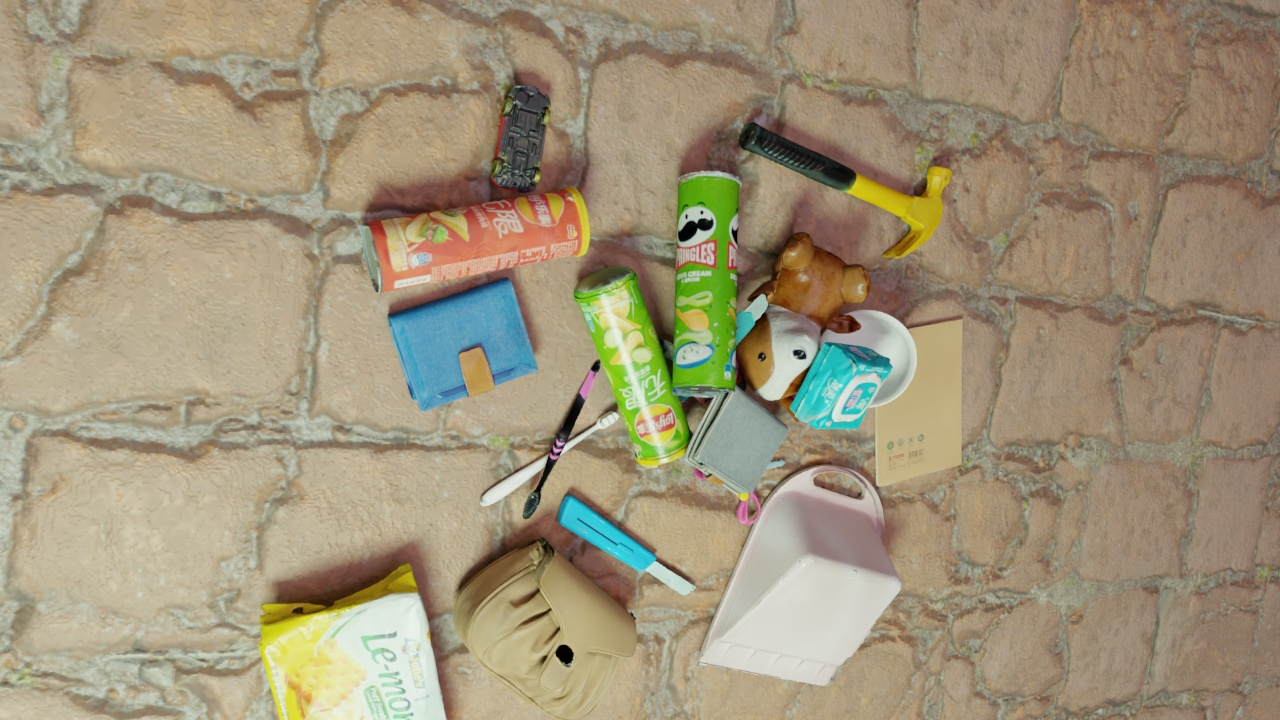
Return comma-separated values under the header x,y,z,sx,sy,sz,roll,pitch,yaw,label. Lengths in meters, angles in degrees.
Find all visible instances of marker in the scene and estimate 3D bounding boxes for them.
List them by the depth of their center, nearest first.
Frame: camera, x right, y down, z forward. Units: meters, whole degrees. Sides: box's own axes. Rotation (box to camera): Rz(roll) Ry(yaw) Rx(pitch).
x,y,z,sx,sy,sz,roll,pitch,yaw,label
0.072,0.006,1.069,0.130,0.018,0.022,27,79,-27,marker

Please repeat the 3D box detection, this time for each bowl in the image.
x,y,z,sx,sy,sz,roll,pitch,yaw,label
0.278,-0.005,1.127,0.118,0.064,0.118,2,97,16,bowl

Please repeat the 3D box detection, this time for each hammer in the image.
x,y,z,sx,sy,sz,roll,pitch,yaw,label
0.248,-0.215,1.100,0.300,0.033,0.129,17,91,-27,hammer

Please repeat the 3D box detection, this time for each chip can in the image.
x,y,z,sx,sy,sz,roll,pitch,yaw,label
-0.160,-0.119,0.906,0.216,0.073,0.073,-15,106,-22,chip can
0.071,-0.080,0.989,0.072,0.072,0.236,5,82,-26,chip can
-0.006,0.006,1.002,0.072,0.073,0.221,-27,110,-18,chip can

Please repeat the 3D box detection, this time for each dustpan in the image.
x,y,z,sx,sy,sz,roll,pitch,yaw,label
0.214,0.278,1.194,0.222,0.138,0.274,22,118,-28,dustpan

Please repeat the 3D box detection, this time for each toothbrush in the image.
x,y,z,sx,sy,sz,roll,pitch,yaw,label
-0.086,0.085,0.998,0.014,0.018,0.189,24,79,7,toothbrush
-0.099,0.107,1.009,0.180,0.016,0.016,-33,96,-15,toothbrush

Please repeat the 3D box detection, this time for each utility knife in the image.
x,y,z,sx,sy,sz,roll,pitch,yaw,label
0.082,-0.008,1.034,0.029,0.013,0.176,37,108,-13,utility knife
-0.012,0.223,1.072,0.218,0.018,0.034,38,82,-27,utility knife

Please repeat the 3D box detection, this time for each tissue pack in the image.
x,y,z,sx,sy,sz,roll,pitch,yaw,label
0.233,0.031,1.048,0.133,0.050,0.093,3,118,-53,tissue pack

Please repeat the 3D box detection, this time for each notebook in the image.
x,y,z,sx,sy,sz,roll,pitch,yaw,label
0.372,0.056,1.223,0.147,0.008,0.208,-11,104,-23,notebook

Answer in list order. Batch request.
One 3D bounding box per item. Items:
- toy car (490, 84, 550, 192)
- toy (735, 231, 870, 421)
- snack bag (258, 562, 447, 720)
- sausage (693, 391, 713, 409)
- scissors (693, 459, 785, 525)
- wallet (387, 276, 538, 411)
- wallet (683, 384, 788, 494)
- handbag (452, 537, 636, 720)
x,y,z,sx,sy,sz,roll,pitch,yaw,label
-0.121,-0.224,0.926,0.049,0.031,0.106,8,94,-27,toy car
0.179,-0.036,1.057,0.140,0.130,0.200,27,98,-9,toy
-0.287,0.341,0.938,0.157,0.068,0.246,-13,105,-22,snack bag
0.100,0.067,1.086,0.020,0.020,0.156,-48,111,-10,sausage
0.121,0.137,1.119,0.133,0.017,0.133,-1,96,-24,scissors
-0.180,-0.016,0.937,0.133,0.040,0.106,-20,103,-20,wallet
0.106,0.093,1.047,0.129,0.037,0.106,36,83,-46,wallet
-0.098,0.298,1.000,0.147,0.100,0.204,-50,119,-12,handbag
